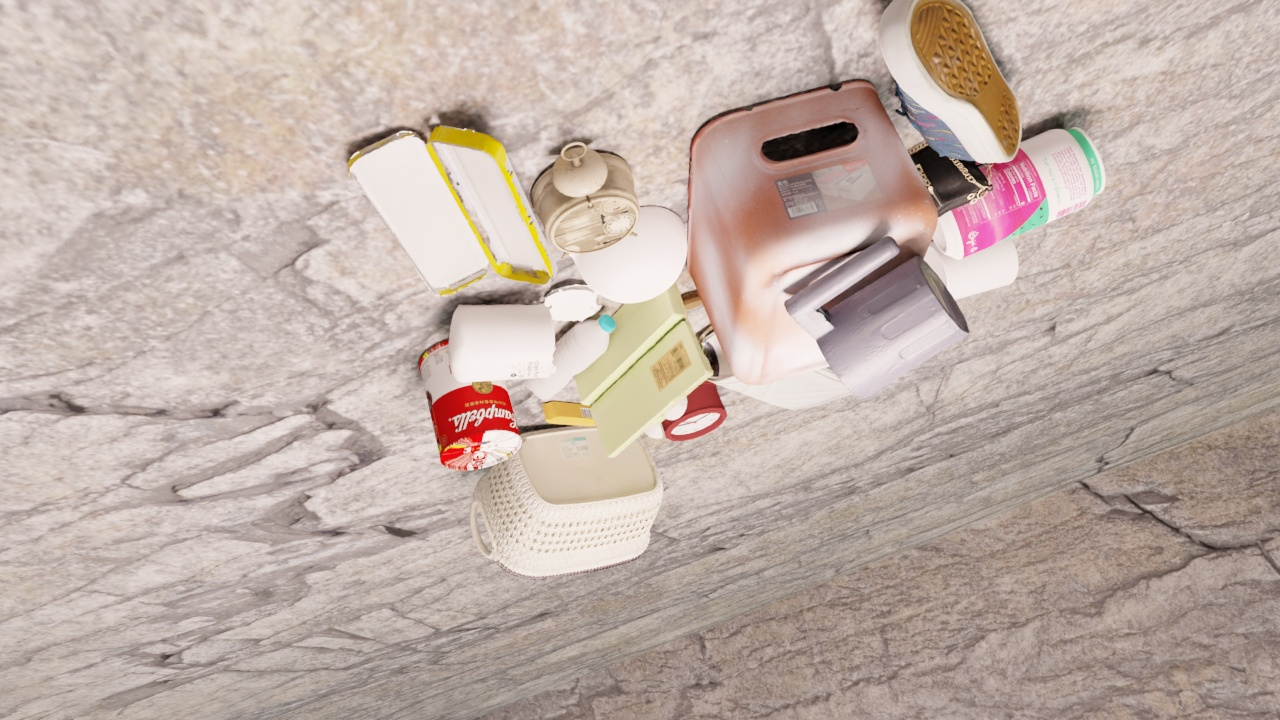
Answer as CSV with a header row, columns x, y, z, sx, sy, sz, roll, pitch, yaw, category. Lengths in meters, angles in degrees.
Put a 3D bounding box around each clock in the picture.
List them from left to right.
x,y,z,sx,sy,sz,roll,pitch,yaw,category
-0.046,-0.139,0.786,0.093,0.054,0.141,-18,156,-2,clock
0.059,0.071,1.255,0.137,0.048,0.096,-4,149,-30,clock

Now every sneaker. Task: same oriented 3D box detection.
x,y,z,sx,sy,sz,roll,pitch,yaw,category
0.254,-0.238,0.793,0.079,0.087,0.235,5,169,41,sneaker

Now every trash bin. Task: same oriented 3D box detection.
x,y,z,sx,sy,sz,roll,pitch,yaw,category
0.153,-0.103,0.871,0.181,0.157,0.260,-15,154,-7,trash bin

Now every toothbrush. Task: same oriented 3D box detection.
x,y,z,sx,sy,sz,roll,pitch,yaw,category
0.118,-0.089,1.032,0.167,0.016,0.016,-19,153,-4,toothbrush

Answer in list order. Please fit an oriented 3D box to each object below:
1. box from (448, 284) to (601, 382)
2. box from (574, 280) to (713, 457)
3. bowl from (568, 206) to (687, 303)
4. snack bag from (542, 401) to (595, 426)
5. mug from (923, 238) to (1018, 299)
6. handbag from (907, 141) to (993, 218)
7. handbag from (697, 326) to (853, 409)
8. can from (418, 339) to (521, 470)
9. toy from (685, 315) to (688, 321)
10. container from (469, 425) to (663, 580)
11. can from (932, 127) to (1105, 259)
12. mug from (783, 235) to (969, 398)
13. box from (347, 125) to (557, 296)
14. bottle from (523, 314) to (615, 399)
x,y,z,sx,sy,sz,roll,pitch,yaw,category
-0.112,-0.027,0.932,0.165,0.094,0.084,-1,146,-15,box
-0.005,0.006,0.995,0.030,0.138,0.188,5,147,-39,box
-0.004,-0.094,0.900,0.114,0.050,0.115,-15,153,-8,bowl
-0.087,0.070,1.183,0.099,0.026,0.020,7,143,-43,snack bag
0.385,-0.128,1.081,0.090,0.073,0.111,-16,127,-7,mug
0.287,-0.170,0.915,0.129,0.079,0.054,-29,150,14,handbag
0.176,-0.003,1.148,0.142,0.096,0.198,-19,158,32,handbag
-0.182,0.045,0.974,0.086,0.116,0.087,-15,153,-8,can
0.016,-0.017,1.063,0.108,0.053,0.105,-7,140,-22,toy
-0.090,0.180,1.234,0.251,0.184,0.144,-3,137,-31,container
0.386,-0.175,0.960,0.166,0.088,0.088,-23,153,8,can
0.199,-0.040,0.775,0.104,0.083,0.124,-35,122,26,mug
-0.149,-0.118,0.773,0.128,0.045,0.210,-7,155,6,box
-0.077,-0.007,1.024,0.044,0.044,0.137,9,142,-44,bottle
